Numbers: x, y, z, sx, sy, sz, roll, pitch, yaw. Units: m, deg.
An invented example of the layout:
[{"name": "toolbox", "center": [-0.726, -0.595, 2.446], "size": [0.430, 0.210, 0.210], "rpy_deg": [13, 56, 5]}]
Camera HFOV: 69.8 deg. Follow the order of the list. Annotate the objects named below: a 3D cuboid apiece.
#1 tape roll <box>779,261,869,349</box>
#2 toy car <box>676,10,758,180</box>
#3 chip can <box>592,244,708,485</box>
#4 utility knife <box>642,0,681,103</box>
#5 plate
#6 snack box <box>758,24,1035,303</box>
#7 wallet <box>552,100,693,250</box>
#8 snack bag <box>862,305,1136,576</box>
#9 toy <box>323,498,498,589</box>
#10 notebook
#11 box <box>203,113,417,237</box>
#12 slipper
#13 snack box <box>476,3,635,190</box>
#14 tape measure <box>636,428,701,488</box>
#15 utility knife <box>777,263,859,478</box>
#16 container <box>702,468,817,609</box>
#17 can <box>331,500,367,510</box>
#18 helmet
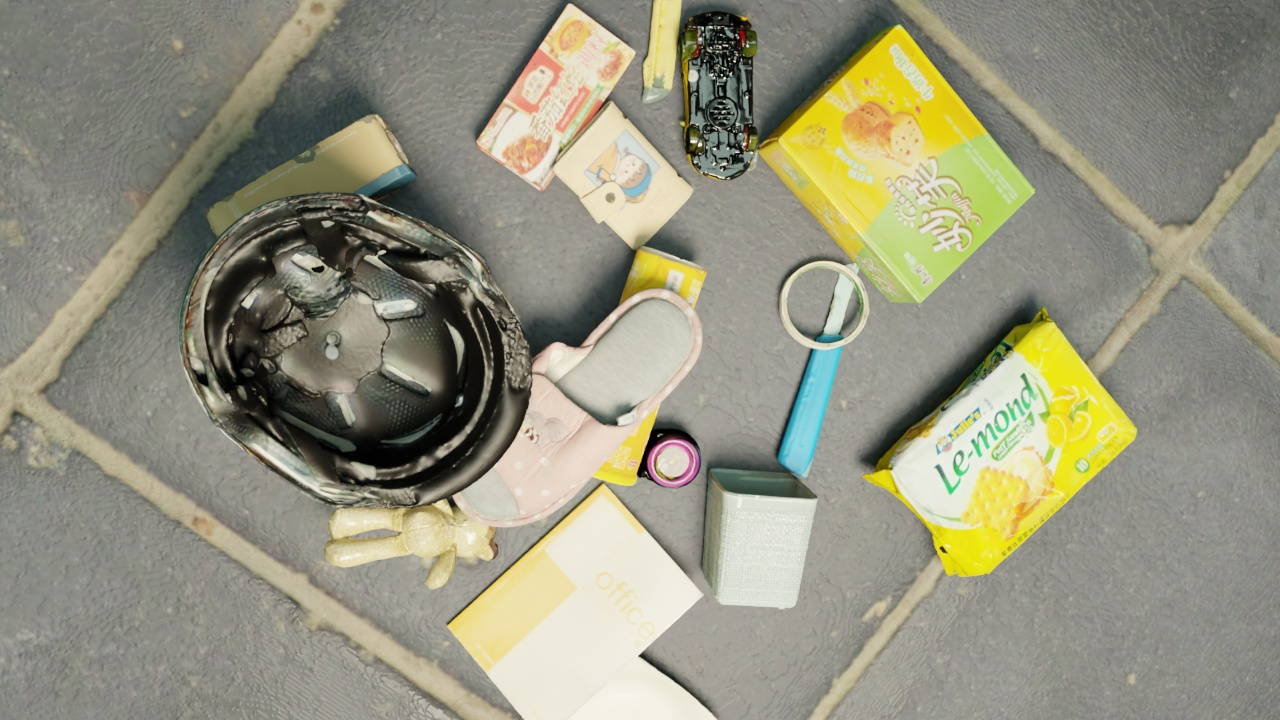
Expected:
[{"name": "tape roll", "center": [0.178, -0.053, 0.889], "size": [0.086, 0.014, 0.085], "rpy_deg": [0, 85, -4]}, {"name": "toy car", "center": [0.071, -0.244, 0.848], "size": [0.071, 0.041, 0.156], "rpy_deg": [-4, 95, -7]}, {"name": "chip can", "center": [-0.005, 0.005, 0.849], "size": [0.072, 0.072, 0.213], "rpy_deg": [18, 94, -9]}, {"name": "utility knife", "center": [0.024, -0.346, 0.847], "size": [0.031, 0.022, 0.216], "rpy_deg": [4, 91, -14]}, {"name": "plate", "center": [-0.017, 0.378, 0.907], "size": [0.164, 0.034, 0.163], "rpy_deg": [42, 89, -9]}, {"name": "snack box", "center": [0.240, -0.180, 0.864], "size": [0.157, 0.070, 0.210], "rpy_deg": [-44, 99, -2]}, {"name": "wallet", "center": [-0.018, -0.166, 0.845], "size": [0.087, 0.024, 0.115], "rpy_deg": [-48, 115, -2]}, {"name": "snack bag", "center": [0.356, 0.085, 0.910], "size": [0.246, 0.068, 0.158], "rpy_deg": [-42, 100, -2]}, {"name": "toy", "center": [-0.203, 0.156, 0.822], "size": [0.157, 0.066, 0.105], "rpy_deg": [3, 62, -36]}, {"name": "notebook", "center": [-0.063, 0.240, 0.879], "size": [0.206, 0.010, 0.146], "rpy_deg": [-42, 83, -2]}, {"name": "box", "center": [-0.285, -0.139, 0.788], "size": [0.184, 0.090, 0.062], "rpy_deg": [-33, 100, -1]}, {"name": "slipper", "center": [-0.059, 0.043, 0.796], "size": [0.274, 0.054, 0.114], "rpy_deg": [-41, 80, 7]}, {"name": "snack box", "center": [-0.077, -0.238, 0.836], "size": [0.075, 0.025, 0.153], "rpy_deg": [34, 91, -10]}, {"name": "tape measure", "center": [0.029, 0.094, 0.881], "size": [0.058, 0.039, 0.057], "rpy_deg": [16, 94, -4]}, {"name": "utility knife", "center": [0.179, 0.007, 0.902], "size": [0.034, 0.018, 0.218], "rpy_deg": [17, 90, -5]}, {"name": "container", "center": [0.109, 0.169, 0.877], "size": [0.090, 0.090, 0.111], "rpy_deg": [5, 99, -8]}, {"name": "can", "center": [-0.279, 0.071, 0.828], "size": [0.053, 0.053, 0.134], "rpy_deg": [-24, 99, -5]}, {"name": "helmet", "center": [-0.236, -0.012, 0.739], "size": [0.274, 0.157, 0.230], "rpy_deg": [33, 81, -38]}]
